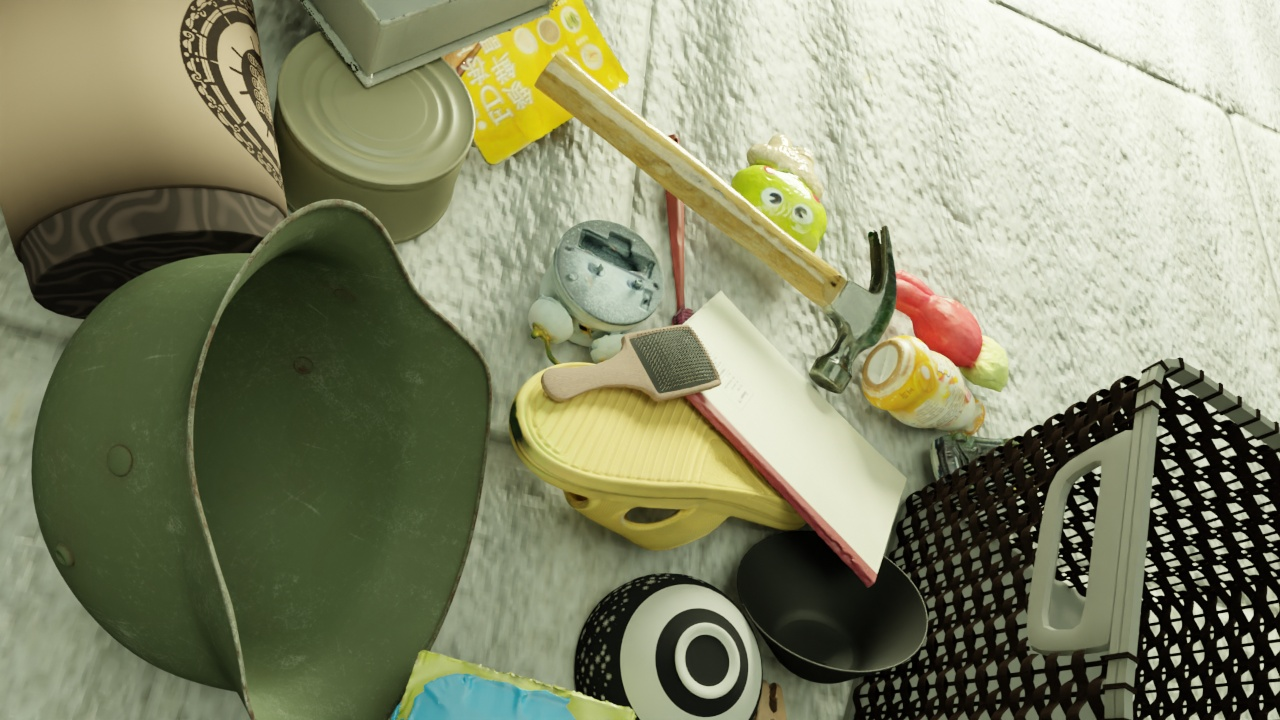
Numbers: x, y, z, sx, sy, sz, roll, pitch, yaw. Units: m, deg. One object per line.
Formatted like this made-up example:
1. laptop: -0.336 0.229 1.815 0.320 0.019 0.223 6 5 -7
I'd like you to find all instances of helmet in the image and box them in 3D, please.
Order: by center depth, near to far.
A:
1. helmet: -0.188 0.047 0.443 0.154 0.268 0.226 12 30 11

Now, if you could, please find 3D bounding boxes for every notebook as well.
1. notebook: 0.106 0.046 0.658 0.209 0.012 0.152 46 30 2

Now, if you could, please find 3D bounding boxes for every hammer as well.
1. hammer: 0.062 -0.122 0.708 0.330 0.033 0.132 37 80 -10

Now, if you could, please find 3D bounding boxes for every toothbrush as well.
1. toothbrush: 0.031 -0.101 0.727 0.016 0.017 0.189 8 64 -21

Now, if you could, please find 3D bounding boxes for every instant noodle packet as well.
1. instant noodle packet: -0.128 -0.268 0.701 0.221 0.084 0.162 51 56 -4

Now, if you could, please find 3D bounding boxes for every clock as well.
1. clock: -0.033 -0.041 0.645 0.083 0.057 0.117 25 59 -14

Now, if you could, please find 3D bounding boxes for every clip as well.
1. clip: 0.073 0.235 0.589 0.045 0.025 0.061 16 54 -20

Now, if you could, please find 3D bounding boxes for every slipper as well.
1. slipper: 0.015 0.071 0.603 0.263 0.079 0.099 16 41 -38

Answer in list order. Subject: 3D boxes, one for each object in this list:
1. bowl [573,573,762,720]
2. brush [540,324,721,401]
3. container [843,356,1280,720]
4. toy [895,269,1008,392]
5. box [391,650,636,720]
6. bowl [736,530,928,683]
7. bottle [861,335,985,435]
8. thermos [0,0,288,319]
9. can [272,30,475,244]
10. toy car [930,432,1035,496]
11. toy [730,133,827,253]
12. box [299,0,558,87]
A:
1. bowl: 0.026 0.187 0.562 0.120 0.067 0.120 10 63 -21
2. brush: -0.003 0.003 0.566 0.135 0.015 0.050 -11 65 -42
3. container: 0.308 0.192 0.586 0.245 0.244 0.246 32 57 -9
4. toy: 0.258 -0.026 0.773 0.135 0.045 0.091 40 23 -2
5. box: -0.086 0.263 0.436 0.124 0.079 0.220 15 59 -3
6. bowl: 0.121 0.174 0.608 0.124 0.053 0.123 6 31 -4
7. bottle: 0.230 0.025 0.736 0.109 0.063 0.063 29 57 -26
8. thermos: -0.288 -0.150 0.516 0.172 0.173 0.226 -12 79 -29
9. can: -0.180 -0.151 0.615 0.127 0.073 0.127 10 63 -21
10. toy car: 0.278 0.088 0.748 0.105 0.033 0.048 6 63 -28
11. toy: 0.121 -0.143 0.774 0.092 0.043 0.117 25 58 -12
12. box: -0.062 -0.356 0.638 0.417 0.108 0.166 -37 89 -19
